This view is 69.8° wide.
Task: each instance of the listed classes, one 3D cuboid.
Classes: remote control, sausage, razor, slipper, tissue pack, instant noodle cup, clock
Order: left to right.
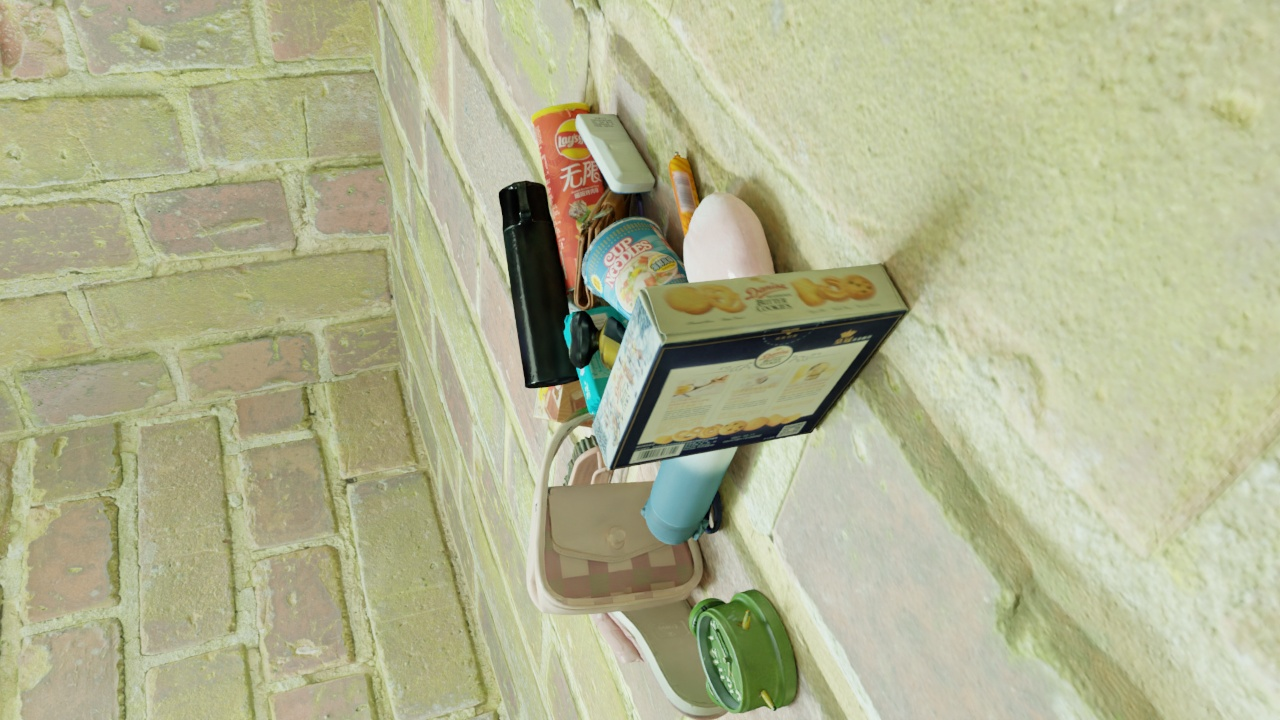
[{"bbox_3d":[-0.027,-0.224,0.983,0.125,0.049,0.024,62,147,36],"label":"remote control"},{"bbox_3d":[-0.028,0.001,1.046,0.050,0.093,0.133,125,131,-58],"label":"tissue pack"},{"bbox_3d":[-0.006,0.006,0.959,0.167,0.067,0.062,30,161,20],"label":"razor"},{"bbox_3d":[0.010,-0.075,0.916,0.110,0.099,0.099,49,146,40],"label":"instant noodle cup"},{"bbox_3d":[0.016,0.323,1.084,0.274,0.114,0.054,43,128,47],"label":"slipper"},{"bbox_3d":[0.052,-0.119,0.867,0.021,0.021,0.165,154,104,-69],"label":"sausage"},{"bbox_3d":[0.097,0.296,0.926,0.161,0.056,0.116,140,117,-68],"label":"clock"}]

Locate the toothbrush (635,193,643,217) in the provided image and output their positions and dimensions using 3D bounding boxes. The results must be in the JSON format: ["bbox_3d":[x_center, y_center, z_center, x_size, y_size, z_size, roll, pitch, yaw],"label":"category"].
[{"bbox_3d":[0.007,-0.099,1.010,0.014,0.016,0.189,-177,78,-70],"label":"toothbrush"}]

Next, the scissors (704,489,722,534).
[{"bbox_3d":[0.071,0.110,0.959,0.163,0.012,0.162,154,105,-68],"label":"scissors"}]

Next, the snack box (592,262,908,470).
[{"bbox_3d":[0.071,0.008,0.660,0.183,0.177,0.045,111,146,-55],"label":"snack box"}]

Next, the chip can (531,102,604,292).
[{"bbox_3d":[-0.075,-0.192,1.094,0.073,0.073,0.216,173,87,-70],"label":"chip can"}]

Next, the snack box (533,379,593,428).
[{"bbox_3d":[-0.082,0.036,1.182,0.093,0.077,0.094,1,81,65],"label":"snack box"}]

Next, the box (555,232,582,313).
[{"bbox_3d":[-0.095,-0.111,1.240,0.095,0.100,0.201,-58,26,-2],"label":"box"}]

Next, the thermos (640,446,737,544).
[{"bbox_3d":[0.055,0.103,0.902,0.221,0.070,0.070,106,147,-45],"label":"thermos"}]

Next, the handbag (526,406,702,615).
[{"bbox_3d":[-0.037,0.167,1.048,0.094,0.193,0.234,146,121,-66],"label":"handbag"}]

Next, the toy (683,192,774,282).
[{"bbox_3d":[0.080,-0.065,0.774,0.122,0.054,0.159,104,151,-53],"label":"toy"}]

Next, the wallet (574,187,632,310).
[{"bbox_3d":[-0.039,-0.137,0.989,0.130,0.035,0.119,-65,-9,-48],"label":"wallet"}]

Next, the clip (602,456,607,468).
[{"bbox_3d":[-0.037,0.099,1.211,0.087,0.034,0.104,100,156,-43],"label":"clip"}]

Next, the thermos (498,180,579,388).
[{"bbox_3d":[-0.126,-0.092,1.095,0.090,0.068,0.242,79,-179,-83],"label":"thermos"}]

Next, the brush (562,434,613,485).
[{"bbox_3d":[-0.068,0.163,1.285,0.146,0.063,0.073,110,148,-52],"label":"brush"}]
